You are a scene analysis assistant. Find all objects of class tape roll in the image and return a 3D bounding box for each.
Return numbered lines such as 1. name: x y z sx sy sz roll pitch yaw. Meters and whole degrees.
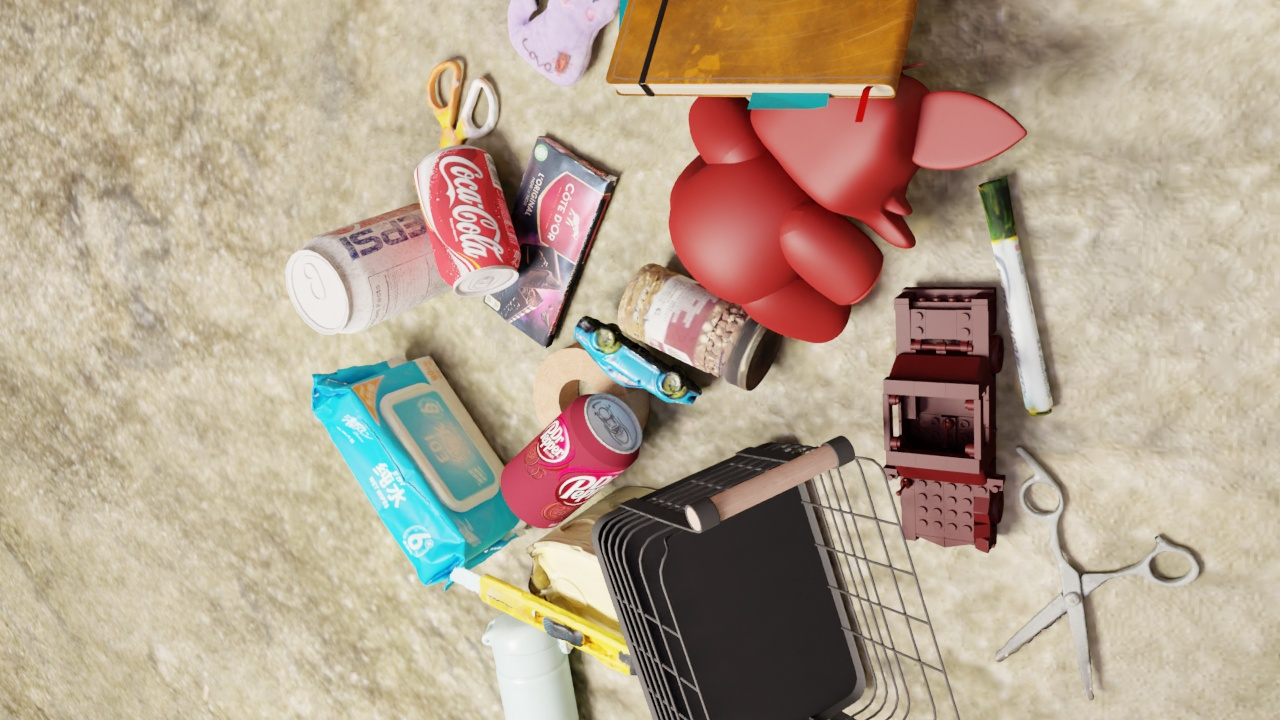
1. tape roll: -0.040 0.032 0.732 0.094 0.027 0.094 10 111 29

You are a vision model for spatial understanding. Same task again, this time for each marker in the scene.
1. marker: 0.226 -0.037 0.550 0.017 0.017 0.146 -10 100 34

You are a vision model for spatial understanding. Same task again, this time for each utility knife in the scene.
1. utility knife: -0.071 0.187 0.670 0.175 0.017 0.030 19 116 29

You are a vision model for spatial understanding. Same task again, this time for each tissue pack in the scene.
1. tissue pack: -0.187 0.084 0.788 0.066 0.116 0.209 -38 84 29

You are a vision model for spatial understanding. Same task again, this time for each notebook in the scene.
1. notebook: 0.073 -0.245 0.501 0.179 0.014 0.249 10 79 29

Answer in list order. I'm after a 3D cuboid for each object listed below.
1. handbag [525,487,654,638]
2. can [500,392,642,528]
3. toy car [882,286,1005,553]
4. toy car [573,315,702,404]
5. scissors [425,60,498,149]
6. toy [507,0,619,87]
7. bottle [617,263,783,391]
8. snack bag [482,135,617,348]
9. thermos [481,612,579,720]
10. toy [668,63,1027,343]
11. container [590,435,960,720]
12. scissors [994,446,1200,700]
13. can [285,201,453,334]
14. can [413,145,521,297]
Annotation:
1. handbag: -0.014 0.154 0.701 0.111 0.119 0.081 18 116 26
2. can: -0.053 0.077 0.697 0.063 0.063 0.114 52 124 7
3. toy car: 0.189 0.042 0.572 0.070 0.061 0.170 3 107 31
4. toy car: -0.004 0.004 0.675 0.105 0.048 0.032 32 98 1
5. scissors: -0.148 -0.172 0.743 0.073 0.012 0.132 26 122 19
6. toy: -0.054 -0.247 0.643 0.080 0.036 0.100 40 124 14
7. bottle: 0.042 -0.025 0.645 0.105 0.056 0.056 26 118 23
8. snack bag: -0.074 -0.090 0.720 0.074 0.018 0.155 35 119 21
9. thermos: -0.089 0.322 0.836 0.078 0.065 0.207 -6 103 9
10. toy: 0.102 -0.114 0.539 0.158 0.120 0.198 55 132 18
11. container: 0.089 0.176 0.590 0.130 0.162 0.241 -2 108 68
12. scissors: 0.269 0.134 0.582 0.142 0.014 0.171 -32 87 32
13. can: -0.204 -0.075 0.729 0.078 0.135 0.078 15 119 28
14. can: -0.133 -0.107 0.708 0.064 0.064 0.104 -27 74 35
